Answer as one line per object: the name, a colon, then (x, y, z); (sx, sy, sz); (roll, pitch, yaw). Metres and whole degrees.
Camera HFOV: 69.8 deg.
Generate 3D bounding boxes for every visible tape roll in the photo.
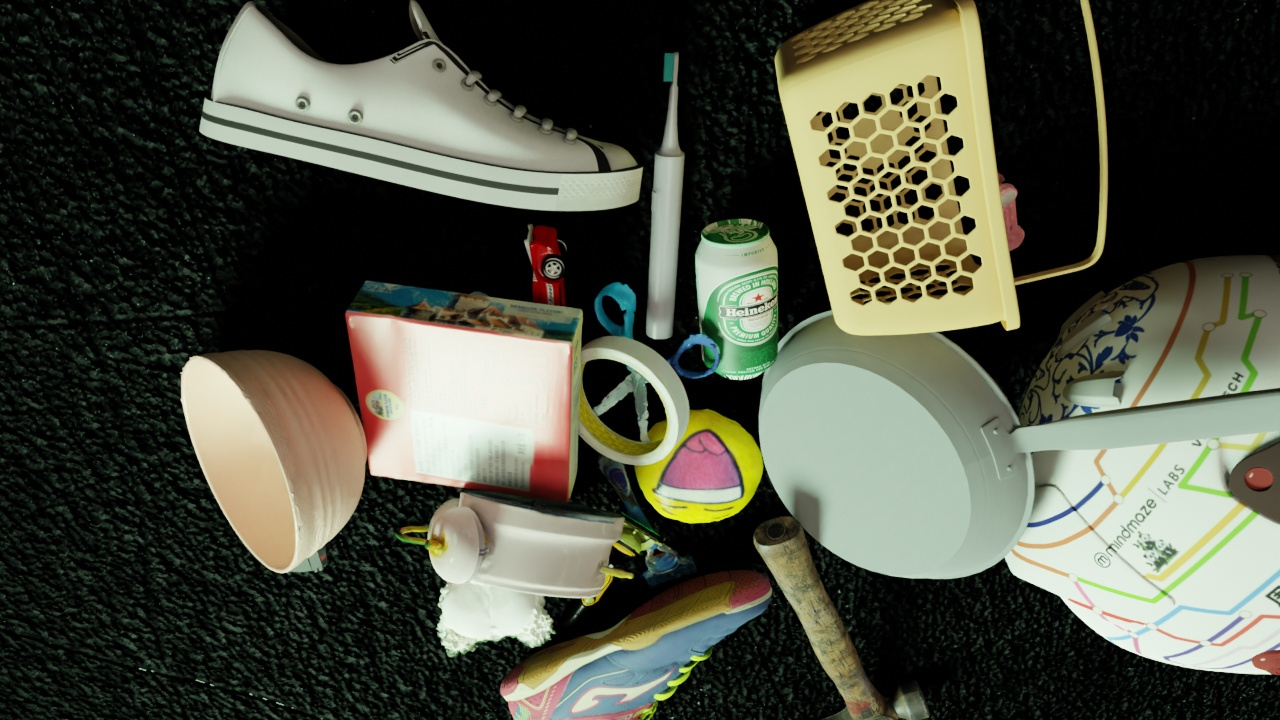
tape roll: (-0.012, 0.028, 0.632); (0.094, 0.019, 0.094); (16, 126, 24)

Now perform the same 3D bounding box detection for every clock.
clock: (-0.091, 0.126, 0.643); (0.158, 0.117, 0.058); (10, 83, -14)

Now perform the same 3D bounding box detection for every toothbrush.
toothbrush: (0.017, -0.101, 0.590); (0.019, 0.018, 0.188); (-1, 119, -6)

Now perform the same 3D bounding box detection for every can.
can: (0.065, -0.039, 0.609); (0.053, 0.053, 0.101); (-6, 120, -1)

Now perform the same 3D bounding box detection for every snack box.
snack box: (-0.113, 0.024, 0.608); (0.145, 0.040, 0.143); (8, 129, 3)

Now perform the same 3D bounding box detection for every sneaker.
sneaker: (-0.114, -0.148, 0.524); (0.245, 0.091, 0.097); (12, 102, -9)
sneaker: (0.007, 0.248, 0.743); (0.242, 0.116, 0.091); (-28, 89, 15)

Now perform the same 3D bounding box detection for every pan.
pan: (0.206, 0.052, 0.550); (0.358, 0.050, 0.201); (-12, 104, 51)

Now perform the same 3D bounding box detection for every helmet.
helmet: (0.374, 0.047, 0.580); (0.236, 0.230, 0.315); (34, 117, 11)

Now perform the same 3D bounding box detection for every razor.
razor: (-0.031, 0.174, 0.728); (0.044, 0.021, 0.144); (31, 124, 0)
razor: (0.000, 0.125, 0.714); (0.044, 0.018, 0.141); (-22, 118, 8)

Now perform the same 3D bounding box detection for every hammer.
hammer: (0.145, 0.227, 0.733); (0.120, 0.033, 0.330); (-23, 132, 8)

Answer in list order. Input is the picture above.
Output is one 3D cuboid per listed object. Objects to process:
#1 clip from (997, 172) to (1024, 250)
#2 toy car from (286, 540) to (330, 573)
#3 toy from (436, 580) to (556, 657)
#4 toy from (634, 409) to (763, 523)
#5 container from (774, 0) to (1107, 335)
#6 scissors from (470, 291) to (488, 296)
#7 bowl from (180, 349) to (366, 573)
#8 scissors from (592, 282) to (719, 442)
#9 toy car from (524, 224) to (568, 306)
clip: (0.236, -0.102, 0.610); (0.023, 0.045, 0.060); (-21, 151, 10)
toy car: (-0.259, 0.126, 0.683); (0.042, 0.036, 0.092); (-2, 119, -4)
toy: (-0.119, 0.177, 0.722); (0.095, 0.041, 0.109); (-7, 106, -1)
toy: (0.043, 0.079, 0.679); (0.095, 0.041, 0.094); (4, 114, 1)
container: (0.177, -0.120, 0.528); (0.167, 0.129, 0.183); (-13, 118, 14)
scissors: (-0.135, 0.002, 0.640); (0.125, 0.013, 0.131); (26, 119, -17)
bowl: (-0.231, 0.056, 0.606); (0.076, 0.153, 0.153); (-25, 129, -40)
scissors: (0.007, 0.011, 0.629); (0.119, 0.014, 0.129); (10, 117, 28)
toy car: (-0.059, -0.043, 0.605); (0.025, 0.038, 0.090); (-2, 119, 0)
